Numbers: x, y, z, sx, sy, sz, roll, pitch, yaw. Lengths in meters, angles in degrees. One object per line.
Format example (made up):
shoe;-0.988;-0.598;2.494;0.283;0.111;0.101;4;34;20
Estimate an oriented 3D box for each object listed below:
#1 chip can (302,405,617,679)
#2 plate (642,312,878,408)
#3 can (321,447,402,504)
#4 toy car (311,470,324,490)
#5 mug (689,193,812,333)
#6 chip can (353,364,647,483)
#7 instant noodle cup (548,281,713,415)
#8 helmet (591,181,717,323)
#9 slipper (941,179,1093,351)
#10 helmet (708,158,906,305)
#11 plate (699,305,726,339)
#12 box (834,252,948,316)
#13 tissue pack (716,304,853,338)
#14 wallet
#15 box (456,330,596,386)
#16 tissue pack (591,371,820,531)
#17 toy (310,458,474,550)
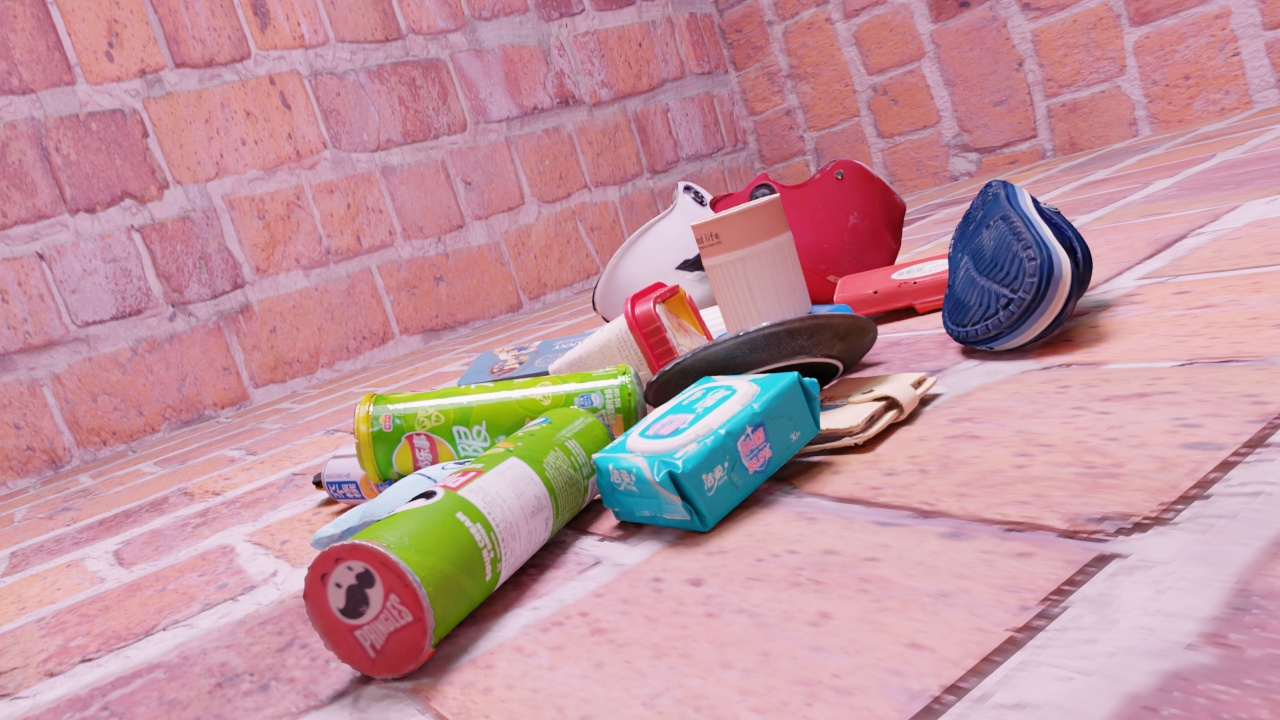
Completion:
chip can;-0.087;0.091;0.534;0.072;0.072;0.235;-13;8;24
plate;0.091;0.013;0.677;0.179;0.024;0.180;-14;-18;-5
can;-0.230;0.101;0.812;0.135;0.053;0.053;-9;12;45
toy car;-0.258;0.097;0.936;0.155;0.041;0.071;-27;12;-30
mug;0.098;-0.086;0.822;0.082;0.106;0.114;-18;9;3
chip can;-0.105;0.049;0.720;0.221;0.072;0.072;-7;8;-1
instant noodle cup;-0.005;0.005;0.828;0.124;0.116;0.116;-26;4;25
helmet;0.053;-0.115;1.258;0.229;0.146;0.258;-53;-5;22
slipper;0.309;-0.072;0.748;0.095;0.105;0.252;24;29;1
helmet;0.199;-0.136;1.117;0.240;0.143;0.206;-4;-14;28
plate;0.090;-0.033;1.075;0.205;0.045;0.204;-16;9;3
box;0.312;-0.087;0.973;0.201;0.059;0.160;-13;6;22
tissue pack;0.133;-0.013;0.828;0.094;0.052;0.157;-22;9;-16
wallet;0.143;0.032;0.618;0.087;0.024;0.114;-8;11;43
box;-0.096;0.019;0.974;0.184;0.062;0.089;-13;24;15
tissue pack;0.041;0.050;0.560;0.133;0.050;0.093;-34;17;-33
toy;-0.157;0.104;0.662;0.161;0.050;0.156;-19;1;-20
